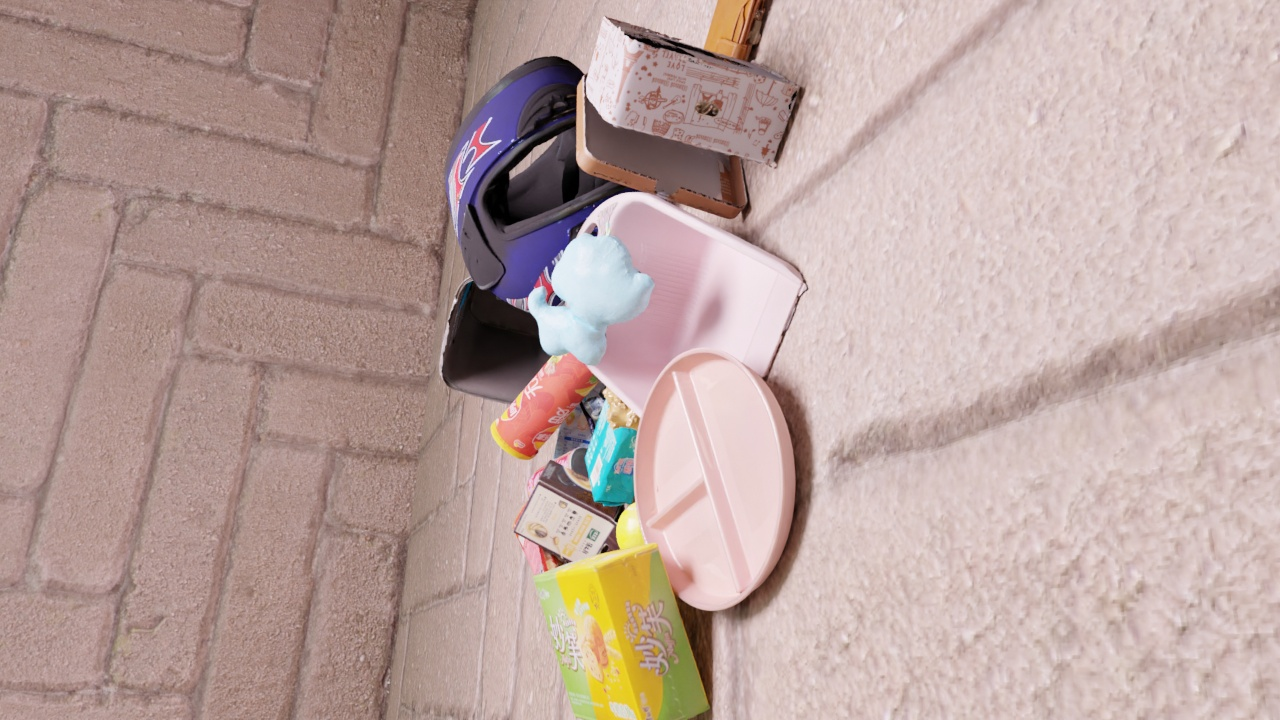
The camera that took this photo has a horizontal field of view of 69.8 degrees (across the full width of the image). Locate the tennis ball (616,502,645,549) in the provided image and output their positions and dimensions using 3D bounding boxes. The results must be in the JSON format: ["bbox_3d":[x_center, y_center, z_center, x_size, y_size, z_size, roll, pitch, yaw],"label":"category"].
[{"bbox_3d":[0.008,0.174,0.932,0.065,0.065,0.065,-171,91,-71],"label":"tennis ball"}]

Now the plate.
[{"bbox_3d":[0.061,0.103,0.814,0.230,0.028,0.229,-9,80,59],"label":"plate"}]

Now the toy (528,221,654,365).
[{"bbox_3d":[-0.053,-0.066,0.929,0.161,0.049,0.156,16,120,31],"label":"toy"}]

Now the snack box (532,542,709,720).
[{"bbox_3d":[-0.027,0.271,0.900,0.211,0.070,0.157,-34,72,63],"label":"snack box"}]

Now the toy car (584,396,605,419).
[{"bbox_3d":[-0.044,0.069,1.163,0.034,0.043,0.090,-37,18,-4],"label":"toy car"}]

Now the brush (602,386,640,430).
[{"bbox_3d":[-0.006,0.006,1.062,0.254,0.083,0.046,-98,15,-59],"label":"brush"}]

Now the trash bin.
[{"bbox_3d":[-0.196,-0.069,1.434,0.219,0.198,0.199,-100,27,-62],"label":"trash bin"}]

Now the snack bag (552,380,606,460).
[{"bbox_3d":[-0.089,0.103,1.257,0.110,0.038,0.191,6,87,56],"label":"snack bag"}]

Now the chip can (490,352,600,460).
[{"bbox_3d":[-0.102,0.033,1.189,0.217,0.073,0.073,-48,30,17],"label":"chip can"}]

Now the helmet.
[{"bbox_3d":[-0.100,-0.187,1.138,0.240,0.246,0.316,55,155,8],"label":"helmet"}]

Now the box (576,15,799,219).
[{"bbox_3d":[0.030,-0.232,0.894,0.146,0.181,0.148,-116,40,-60],"label":"box"}]

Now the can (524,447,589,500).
[{"bbox_3d":[-0.097,0.159,1.185,0.094,0.066,0.066,-31,48,34],"label":"can"}]

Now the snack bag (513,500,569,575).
[{"bbox_3d":[-0.119,0.276,1.218,0.207,0.073,0.129,-120,13,-59],"label":"snack bag"}]

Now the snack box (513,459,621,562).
[{"bbox_3d":[-0.082,0.198,1.129,0.113,0.125,0.053,-62,1,40],"label":"snack box"}]

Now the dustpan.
[{"bbox_3d":[0.016,-0.041,0.905,0.273,0.138,0.223,-118,43,-61],"label":"dustpan"}]

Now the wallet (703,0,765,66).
[{"bbox_3d":[0.092,-0.335,0.996,0.107,0.031,0.132,-114,37,-60],"label":"wallet"}]

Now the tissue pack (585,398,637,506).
[{"bbox_3d":[-0.022,0.097,1.074,0.093,0.050,0.134,-111,37,-58],"label":"tissue pack"}]

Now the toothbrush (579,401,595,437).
[{"bbox_3d":[-0.058,0.095,1.186,0.017,0.014,0.188,-37,52,21],"label":"toothbrush"}]
